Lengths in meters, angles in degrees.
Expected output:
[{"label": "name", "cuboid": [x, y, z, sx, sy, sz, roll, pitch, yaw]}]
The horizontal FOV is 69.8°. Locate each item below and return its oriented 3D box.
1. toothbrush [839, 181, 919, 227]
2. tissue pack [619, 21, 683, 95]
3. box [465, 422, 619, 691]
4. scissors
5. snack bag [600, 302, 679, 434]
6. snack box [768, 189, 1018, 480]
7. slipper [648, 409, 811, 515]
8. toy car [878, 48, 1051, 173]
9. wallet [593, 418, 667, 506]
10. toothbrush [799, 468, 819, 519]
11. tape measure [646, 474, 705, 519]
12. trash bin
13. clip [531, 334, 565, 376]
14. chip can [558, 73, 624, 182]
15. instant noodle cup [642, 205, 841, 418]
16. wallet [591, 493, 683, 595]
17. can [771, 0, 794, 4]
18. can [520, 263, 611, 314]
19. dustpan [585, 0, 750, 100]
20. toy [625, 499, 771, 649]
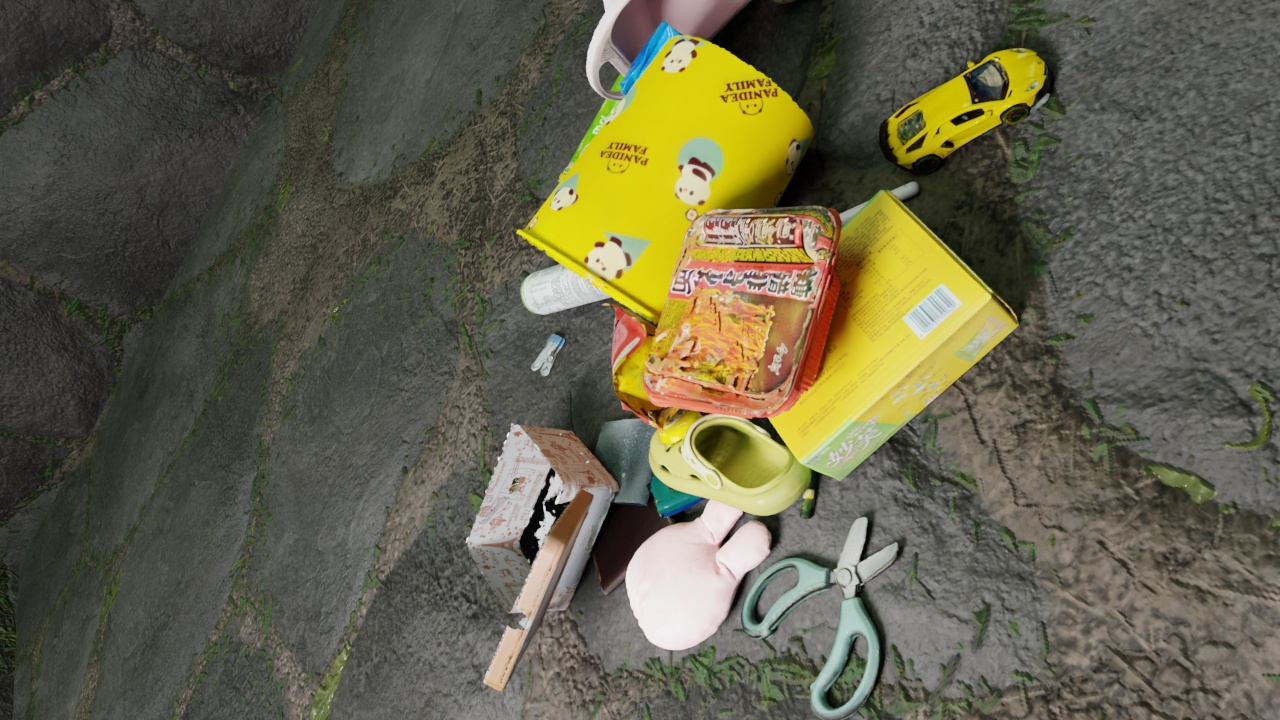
[{"label": "toothbrush", "cuboid": [0.191, -0.132, 0.915, 0.190, 0.021, 0.029, -24, 23, 36]}, {"label": "tissue pack", "cuboid": [0.045, -0.319, 1.061, 0.052, 0.157, 0.095, 41, 103, 30]}, {"label": "box", "cuboid": [-0.104, 0.198, 0.965, 0.273, 0.124, 0.179, -114, 44, -66]}, {"label": "scissors", "cuboid": [0.149, 0.212, 0.796, 0.179, 0.019, 0.172, 4, 76, 49]}, {"label": "snack bag", "cuboid": [-0.006, 0.006, 0.949, 0.208, 0.073, 0.128, -145, 42, -78]}, {"label": "snack box", "cuboid": [0.193, -0.022, 0.806, 0.210, 0.070, 0.157, -46, 48, 17]}, {"label": "slipper", "cuboid": [0.077, 0.082, 0.868, 0.091, 0.082, 0.191, -39, 32, -24]}, {"label": "toy car", "cuboid": [0.293, -0.230, 0.837, 0.156, 0.041, 0.071, -26, 55, 35]}, {"label": "wallet", "cuboid": [-0.019, 0.111, 1.009, 0.121, 0.019, 0.097, -10, 59, 54]}, {"label": "toothbrush", "cuboid": [0.166, 0.055, 0.855, 0.017, 0.012, 0.185, 4, 75, 31]}, {"label": "tape measure", "cuboid": [0.037, 0.128, 0.934, 0.058, 0.025, 0.054, -23, 46, 0]}, {"label": "trash bin", "cuboid": [0.035, -0.175, 0.960, 0.255, 0.229, 0.230, -57, 41, 1]}, {"label": "clip", "cuboid": [-0.120, -0.008, 1.188, 0.025, 0.029, 0.057, 24, 83, 48]}, {"label": "chip can", "cuboid": [-0.022, -0.311, 1.188, 0.072, 0.072, 0.221, 40, 102, 49]}, {"label": "instant noodle cup", "cuboid": [0.096, -0.036, 0.794, 0.165, 0.079, 0.188, 8, 76, 44]}, {"label": "wallet", "cuboid": [-0.010, 0.178, 0.982, 0.122, 0.020, 0.096, -45, 41, 24]}, {"label": "can", "cuboid": [0.202, -0.444, 1.025, 0.133, 0.053, 0.053, -4, 69, 46]}, {"label": "can", "cuboid": [-0.087, -0.097, 1.165, 0.147, 0.058, 0.058, -11, 64, 44]}, {"label": "dustpan", "cuboid": [0.061, -0.406, 1.031, 0.274, 0.222, 0.138, -16, 81, 20]}, {"label": "toy", "cuboid": [0.055, 0.198, 0.876, 0.160, 0.054, 0.121, -44, 47, 11]}]
